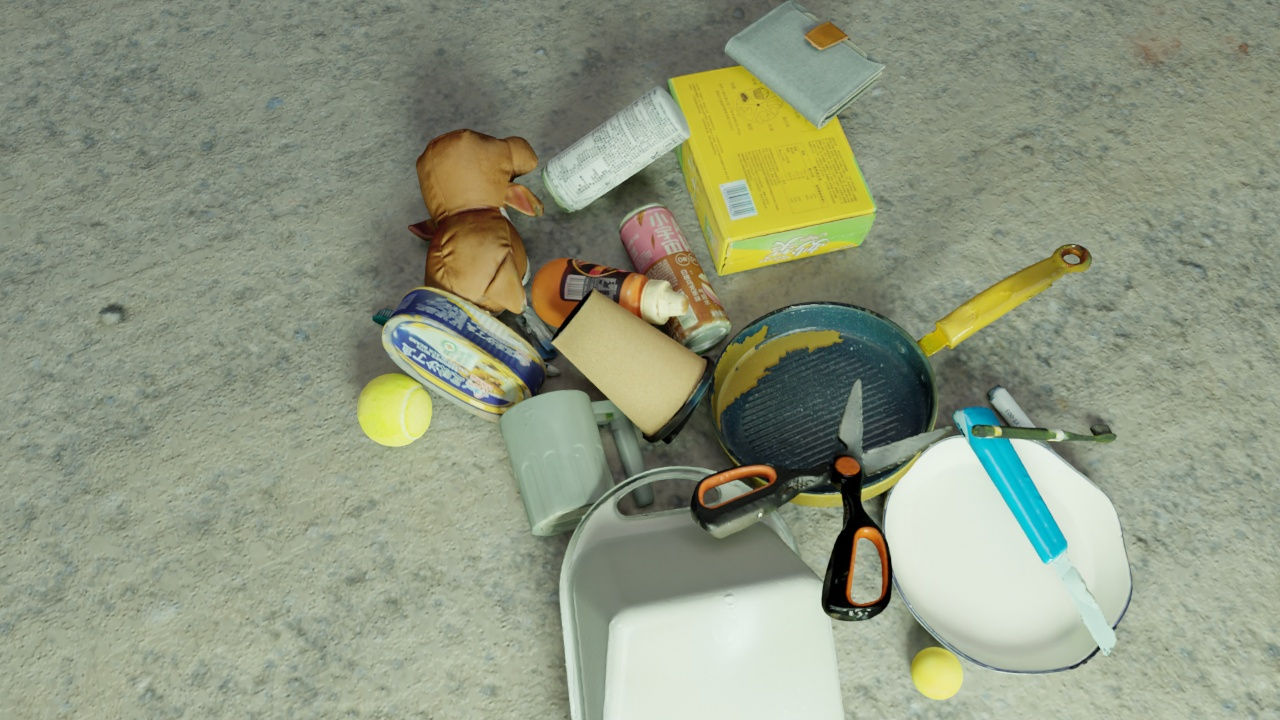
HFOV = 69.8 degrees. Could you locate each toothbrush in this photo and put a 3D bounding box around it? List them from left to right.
[{"bbox_3d":[-0.166,-0.018,0.875,0.192,0.016,0.018,16,55,7],"label":"toothbrush"},{"bbox_3d":[0.356,0.062,0.805,0.185,0.012,0.017,4,54,-30],"label":"toothbrush"}]

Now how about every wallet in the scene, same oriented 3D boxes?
[{"bbox_3d":[0.168,-0.306,0.926,0.106,0.037,0.129,-41,73,-18],"label":"wallet"}]

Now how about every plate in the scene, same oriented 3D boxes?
[{"bbox_3d":[0.306,0.163,0.783,0.205,0.046,0.204,0,66,-1],"label":"plate"}]

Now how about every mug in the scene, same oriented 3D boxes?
[{"bbox_3d":[-0.052,0.087,0.800,0.123,0.084,0.103,-4,64,-31],"label":"mug"}]

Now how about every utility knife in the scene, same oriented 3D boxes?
[{"bbox_3d":[0.328,0.134,0.760,0.034,0.018,0.223,-18,65,-11],"label":"utility knife"}]

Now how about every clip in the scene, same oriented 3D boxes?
[{"bbox_3d":[-0.098,-0.028,0.875,0.025,0.036,0.058,-11,55,-48],"label":"clip"}]

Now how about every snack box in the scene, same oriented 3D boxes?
[{"bbox_3d":[0.127,-0.202,0.935,0.157,0.070,0.209,-13,66,-8],"label":"snack box"}]

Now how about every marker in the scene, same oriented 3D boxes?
[{"bbox_3d":[0.365,0.076,0.838,0.018,0.023,0.130,-5,56,-53],"label":"marker"}]

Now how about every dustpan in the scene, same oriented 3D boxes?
[{"bbox_3d":[0.045,0.226,0.724,0.222,0.142,0.258,-6,104,-15],"label":"dustpan"}]

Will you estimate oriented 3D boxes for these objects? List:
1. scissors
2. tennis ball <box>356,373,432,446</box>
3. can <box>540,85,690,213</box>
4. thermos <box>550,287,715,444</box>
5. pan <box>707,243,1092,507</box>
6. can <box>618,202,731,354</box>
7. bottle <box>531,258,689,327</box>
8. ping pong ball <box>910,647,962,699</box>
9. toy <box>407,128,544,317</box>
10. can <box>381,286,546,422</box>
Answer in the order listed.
[{"bbox_3d":[0.147,0.102,0.703,0.221,0.022,0.232,-6,46,-3],"label":"scissors"},{"bbox_3d":[-0.219,0.044,0.817,0.065,0.066,0.065,0,65,-1],"label":"tennis ball"},{"bbox_3d":[-0.025,-0.207,0.906,0.147,0.058,0.058,-31,66,19],"label":"can"},{"bbox_3d":[-0.005,0.005,0.804,0.143,0.093,0.092,38,68,-9],"label":"thermos"},{"bbox_3d":[0.230,-0.005,0.808,0.357,0.078,0.197,-24,56,-4],"label":"pan"},{"bbox_3d":[0.032,-0.079,0.883,0.058,0.058,0.147,-21,67,-11],"label":"can"},{"bbox_3d":[-0.026,-0.058,0.848,0.150,0.067,0.066,7,63,25],"label":"bottle"},{"bbox_3d":[0.240,0.253,0.743,0.040,0.040,0.040,0,65,-1],"label":"ping pong ball"},{"bbox_3d":[-0.154,-0.116,0.872,0.140,0.130,0.199,-25,56,31],"label":"toy"},{"bbox_3d":[-0.155,-0.004,0.815,0.148,0.075,0.049,34,36,-13],"label":"can"}]
